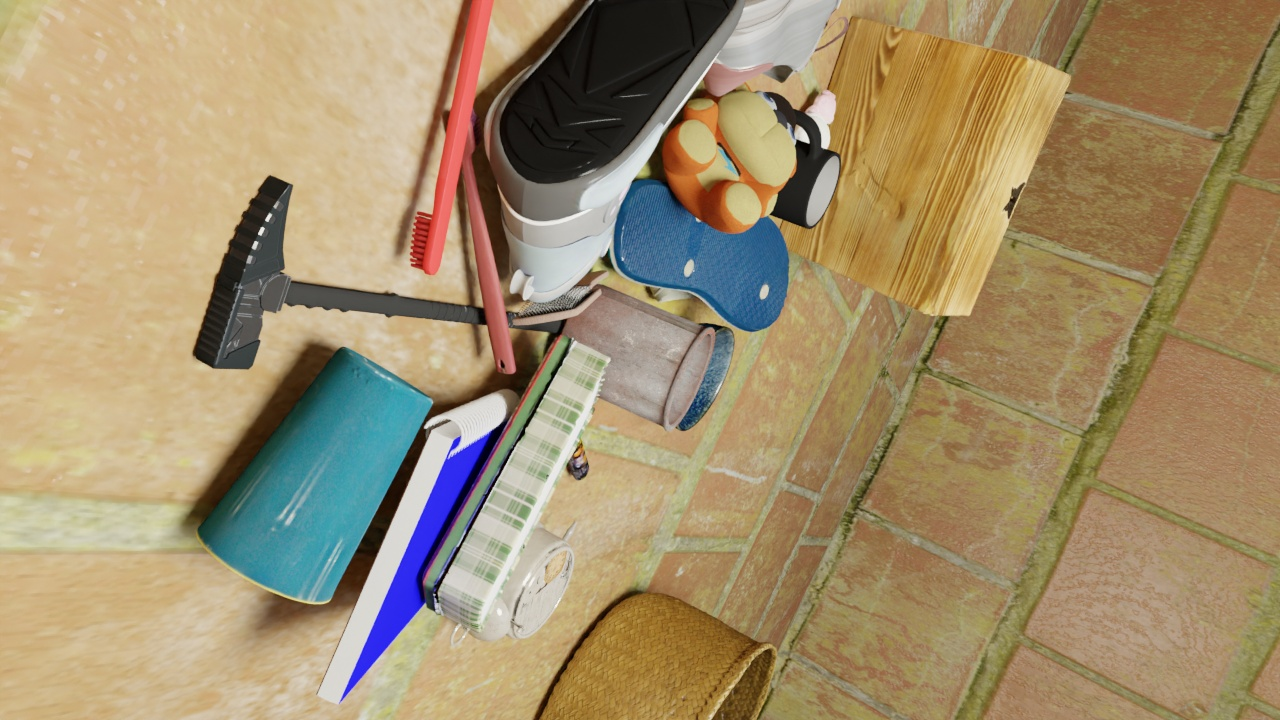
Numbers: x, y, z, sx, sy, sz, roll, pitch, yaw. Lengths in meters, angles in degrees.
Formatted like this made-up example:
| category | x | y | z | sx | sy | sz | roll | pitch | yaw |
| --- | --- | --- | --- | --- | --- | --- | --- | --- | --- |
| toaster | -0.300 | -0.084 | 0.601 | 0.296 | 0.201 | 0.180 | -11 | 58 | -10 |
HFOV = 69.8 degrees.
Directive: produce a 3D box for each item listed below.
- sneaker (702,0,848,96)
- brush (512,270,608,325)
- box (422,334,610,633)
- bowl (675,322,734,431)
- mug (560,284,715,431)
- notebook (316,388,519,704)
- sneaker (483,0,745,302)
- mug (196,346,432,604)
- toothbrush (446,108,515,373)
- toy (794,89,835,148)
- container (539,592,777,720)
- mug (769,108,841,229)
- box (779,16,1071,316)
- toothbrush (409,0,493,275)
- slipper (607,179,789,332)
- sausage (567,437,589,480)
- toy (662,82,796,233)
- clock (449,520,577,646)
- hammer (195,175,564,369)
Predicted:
| category | x | y | z | sx | sy | sz | roll | pitch | yaw |
| --- | --- | --- | --- | --- | --- | --- | --- | --- | --- |
| sneaker | 0.117 | -0.283 | 0.754 | 0.235 | 0.099 | 0.090 | -37 | 144 | -35 |
| brush | -0.051 | -0.054 | 0.681 | 0.135 | 0.050 | 0.015 | -54 | 133 | -67 |
| box | -0.089 | 0.088 | 0.663 | 0.118 | 0.051 | 0.205 | 108 | 6 | -65 |
| bowl | 0.042 | 0.008 | 0.930 | 0.114 | 0.061 | 0.115 | -48 | 154 | -33 |
| mug | -0.005 | 0.004 | 0.760 | 0.096 | 0.110 | 0.123 | -52 | 161 | -28 |
| notebook | -0.135 | 0.105 | 0.604 | 0.209 | 0.022 | 0.171 | -58 | 172 | -87 |
| sneaker | -0.016 | -0.158 | 0.624 | 0.256 | 0.093 | 0.161 | -58 | 171 | -32 |
| mug | -0.169 | 0.058 | 0.495 | 0.121 | 0.078 | 0.078 | -59 | 157 | -7 |
| toothbrush | -0.097 | -0.069 | 0.583 | 0.016 | 0.016 | 0.190 | -59 | 153 | -46 |
| toy | 0.186 | -0.239 | 1.019 | 0.079 | 0.038 | 0.123 | 3 | 112 | -52 |
| container | 0.012 | 0.441 | 1.133 | 0.306 | 0.197 | 0.308 | -46 | 152 | -34 |
| mug | 0.143 | -0.195 | 0.903 | 0.078 | 0.088 | 0.114 | -47 | 152 | -35 |
| box | 0.364 | -0.235 | 1.128 | 0.335 | 0.286 | 0.280 | -6 | 120 | -45 |
| toothbrush | -0.101 | -0.152 | 0.509 | 0.012 | 0.018 | 0.212 | -11 | 116 | -67 |
| slipper | 0.054 | -0.101 | 0.853 | 0.294 | 0.060 | 0.118 | 11 | 98 | -53 |
| sausage | -0.063 | 0.067 | 0.817 | 0.020 | 0.020 | 0.155 | -52 | 154 | -28 |
| toy | 0.079 | -0.176 | 0.770 | 0.096 | 0.112 | 0.175 | -32 | -165 | 30 |
| clock | -0.110 | 0.204 | 0.799 | 0.156 | 0.061 | 0.103 | -31 | 140 | -56 |
| hammer | -0.128 | -0.038 | 0.579 | 0.324 | 0.015 | 0.095 | 4 | 109 | -66 |
